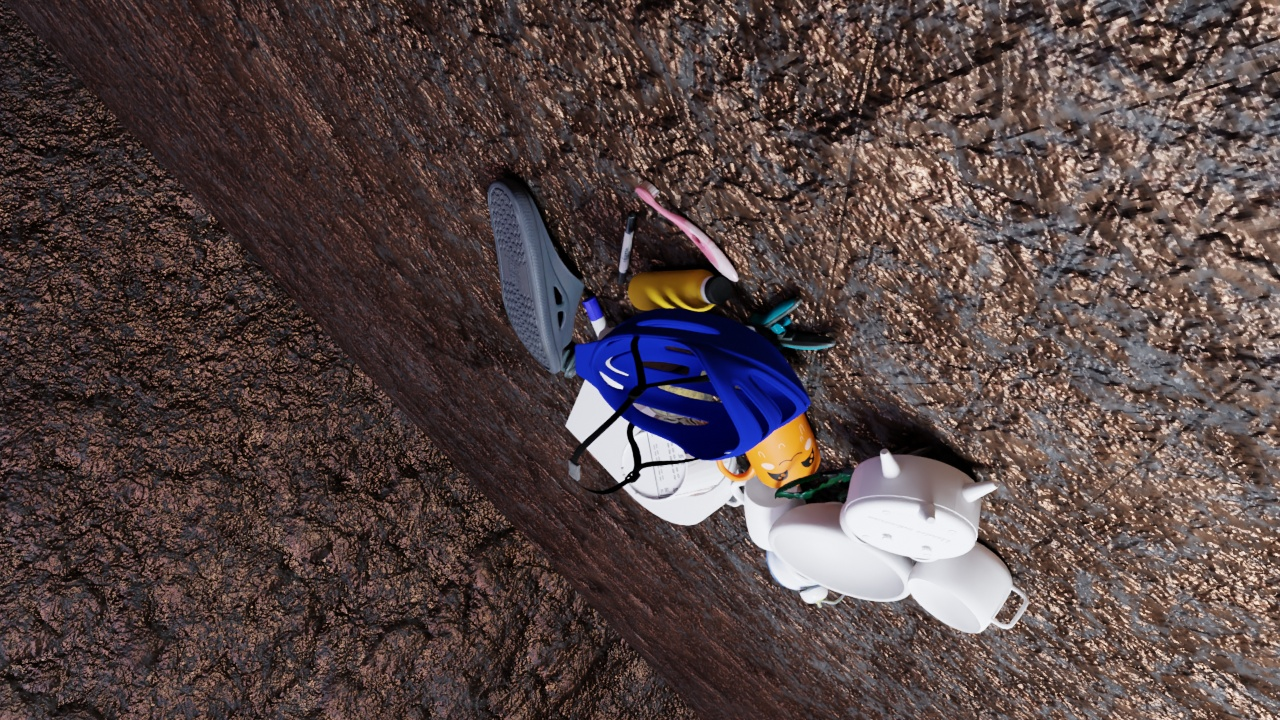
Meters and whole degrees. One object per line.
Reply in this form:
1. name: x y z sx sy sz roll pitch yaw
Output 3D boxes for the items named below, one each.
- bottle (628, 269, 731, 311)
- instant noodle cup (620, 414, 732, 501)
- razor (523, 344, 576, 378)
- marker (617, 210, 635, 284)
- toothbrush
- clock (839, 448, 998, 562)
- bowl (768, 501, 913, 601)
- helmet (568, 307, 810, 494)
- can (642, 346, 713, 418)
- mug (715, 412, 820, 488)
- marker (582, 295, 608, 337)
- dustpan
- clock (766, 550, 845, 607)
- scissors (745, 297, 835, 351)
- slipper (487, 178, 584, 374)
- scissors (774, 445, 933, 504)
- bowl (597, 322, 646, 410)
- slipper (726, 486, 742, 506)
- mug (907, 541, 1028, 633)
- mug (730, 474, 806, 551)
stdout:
1. bottle: 0.042 -0.074 0.968 0.043 0.043 0.144 53 157 -23
2. instant noodle cup: 0.038 0.121 1.141 0.123 0.124 0.121 37 -163 15
3. razor: -0.137 -0.013 1.415 0.143 0.047 0.052 26 178 44
4. marker: -0.016 -0.123 1.025 0.011 0.011 0.152 39 158 11
5. toothbrush: 0.048 -0.126 0.898 0.135 0.016 0.022 43 160 -5
6. clock: 0.265 0.153 0.903 0.125 0.072 0.161 16 151 6
7. bowl: 0.247 0.219 1.104 0.177 0.066 0.177 21 152 12
8. helmet: 0.033 0.050 0.912 0.242 0.227 0.148 18 136 15
9. can: 0.037 0.010 1.071 0.090 0.089 0.075 26 153 39
10. mug: 0.136 0.092 1.025 0.096 0.112 0.077 60 -177 -38
11. marker: -0.041 -0.018 1.211 0.020 0.020 0.141 8 126 57
12. dustpan: 0.022 0.111 1.291 0.258 0.053 0.192 45 136 20
13. clock: 0.229 0.273 1.236 0.125 0.088 0.052 44 153 0
14. scissors: 0.140 -0.031 0.910 0.126 0.019 0.155 34 159 28
15. slipper: -0.127 -0.113 1.172 0.111 0.083 0.268 33 141 46
16. scissors: 0.253 0.126 0.976 0.137 0.015 0.210 17 150 -29
17. bowl: -0.007 0.007 1.158 0.114 0.051 0.114 -19 -90 -76
18. slipper: 0.037 0.140 1.366 0.264 0.063 0.111 42 160 10
19. mug: 0.351 0.241 0.979 0.116 0.068 0.094 26 154 37
20. mug: 0.162 0.182 1.193 0.114 0.080 0.088 27 149 36
